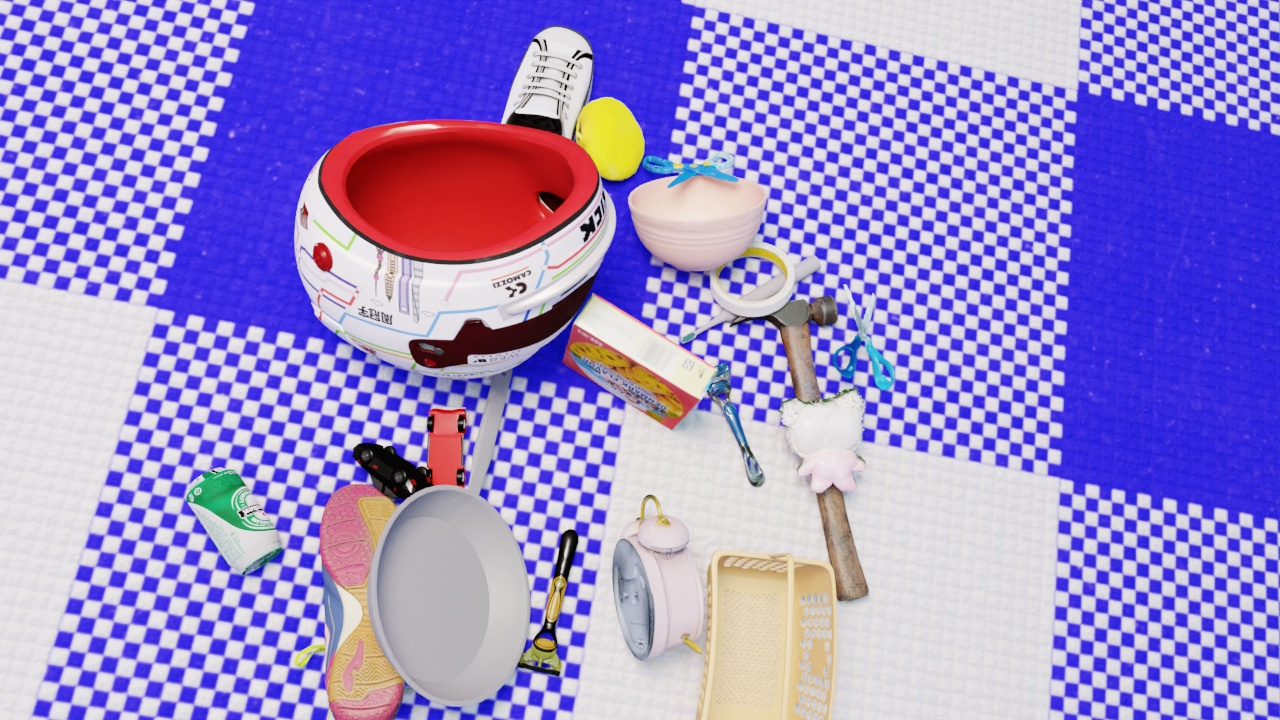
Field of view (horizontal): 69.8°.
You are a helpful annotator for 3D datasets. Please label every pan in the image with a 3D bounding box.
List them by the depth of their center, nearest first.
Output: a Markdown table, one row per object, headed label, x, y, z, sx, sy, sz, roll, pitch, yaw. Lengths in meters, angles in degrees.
| label | x | y | z | sx | sy | sz | roll | pitch | yaw |
| --- | --- | --- | --- | --- | --- | --- | --- | --- | --- |
| pan | -0.172 | 0.153 | 0.900 | 0.051 | 0.200 | 0.355 | -19 | 50 | 30 |

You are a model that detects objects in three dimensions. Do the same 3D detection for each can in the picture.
| label | x | y | z | sx | sy | sz | roll | pitch | yaw |
| --- | --- | --- | --- | --- | --- | --- | --- | --- | --- |
| can | -0.397 | 0.155 | 0.895 | 0.053 | 0.053 | 0.101 | -35 | 83 | -14 |

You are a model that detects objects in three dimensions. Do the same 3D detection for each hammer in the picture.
| label | x | y | z | sx | sy | sz | roll | pitch | yaw |
| --- | --- | --- | --- | --- | --- | --- | --- | --- | --- |
| hammer | 0.186 | 0.094 | 0.998 | 0.120 | 0.033 | 0.330 | -9 | 78 | -5 |

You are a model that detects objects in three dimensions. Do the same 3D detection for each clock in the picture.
| label | x | y | z | sx | sy | sz | roll | pitch | yaw |
| --- | --- | --- | --- | --- | --- | --- | --- | --- | --- |
| clock | 0.014 | 0.211 | 0.903 | 0.058 | 0.117 | 0.157 | -4 | 77 | -19 |

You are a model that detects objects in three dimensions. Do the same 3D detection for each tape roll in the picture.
| label | x | y | z | sx | sy | sz | roll | pitch | yaw |
| --- | --- | --- | --- | --- | --- | --- | --- | --- | --- |
| tape roll | 0.124 | -0.091 | 1.022 | 0.094 | 0.019 | 0.093 | -3 | 57 | 4 |

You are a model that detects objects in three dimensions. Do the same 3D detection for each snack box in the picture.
| label | x | y | z | sx | sy | sz | roll | pitch | yaw |
| --- | --- | --- | --- | --- | --- | --- | --- | --- | --- |
| snack box | -0.006 | 0.005 | 0.934 | 0.142 | 0.145 | 0.040 | 31 | 72 | 0 |

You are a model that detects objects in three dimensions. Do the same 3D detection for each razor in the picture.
| label | x | y | z | sx | sy | sz | roll | pitch | yaw |
| --- | --- | --- | --- | --- | --- | --- | --- | --- | --- |
| razor | -0.087 | 0.242 | 0.931 | 0.044 | 0.021 | 0.144 | 14 | 73 | -4 |
| razor | 0.104 | 0.070 | 0.997 | 0.043 | 0.018 | 0.141 | -21 | 80 | -12 |

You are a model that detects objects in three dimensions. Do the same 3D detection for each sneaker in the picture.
| label | x | y | z | sx | sy | sz | roll | pitch | yaw |
| --- | --- | --- | --- | --- | --- | --- | --- | --- | --- |
| sneaker | -0.274 | 0.239 | 0.885 | 0.116 | 0.091 | 0.241 | -3 | 57 | -13 |
| sneaker | -0.111 | -0.272 | 1.013 | 0.091 | 0.097 | 0.245 | 17 | 75 | -3 |

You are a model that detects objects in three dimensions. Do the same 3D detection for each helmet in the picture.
| label | x | y | z | sx | sy | sz | roll | pitch | yaw |
| --- | --- | --- | --- | --- | --- | --- | --- | --- | --- |
| helmet | -0.173 | -0.095 | 0.888 | 0.315 | 0.236 | 0.230 | 9 | 53 | 12 |

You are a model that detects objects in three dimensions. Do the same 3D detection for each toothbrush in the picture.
| label | x | y | z | sx | sy | sz | roll | pitch | yaw |
| --- | --- | --- | --- | --- | --- | --- | --- | --- | --- |
| toothbrush | 0.124 | -0.067 | 1.032 | 0.187 | 0.019 | 0.018 | -30 | 88 | -13 |

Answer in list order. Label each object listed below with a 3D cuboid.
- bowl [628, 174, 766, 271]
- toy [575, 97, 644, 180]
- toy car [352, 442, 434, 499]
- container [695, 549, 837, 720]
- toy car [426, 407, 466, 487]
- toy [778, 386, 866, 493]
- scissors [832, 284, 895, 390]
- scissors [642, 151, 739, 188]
| label | x | y | z | sx | sy | sz | roll | pitch | yaw |
| --- | --- | --- | --- | --- | --- | --- | --- | --- | --- |
| bowl | 0.062 | -0.144 | 0.997 | 0.153 | 0.153 | 0.076 | -8 | 119 | -9 |
| toy | -0.033 | -0.250 | 1.036 | 0.094 | 0.041 | 0.095 | 1 | 85 | -41 |
| toy car | -0.252 | 0.114 | 0.923 | 0.092 | 0.042 | 0.036 | 28 | 98 | 19 |
| container | 0.122 | 0.278 | 0.871 | 0.129 | 0.167 | 0.183 | 8 | 75 | -5 |
| toy car | -0.200 | 0.092 | 0.949 | 0.038 | 0.025 | 0.089 | 0 | 85 | 2 |
| toy | 0.195 | 0.087 | 0.964 | 0.095 | 0.041 | 0.109 | -8 | 85 | -3 |
| scissors | 0.242 | -0.025 | 1.018 | 0.118 | 0.014 | 0.129 | -13 | 86 | -39 |
| scissors | 0.061 | -0.217 | 1.039 | 0.125 | 0.014 | 0.130 | 24 | 43 | 33 |
